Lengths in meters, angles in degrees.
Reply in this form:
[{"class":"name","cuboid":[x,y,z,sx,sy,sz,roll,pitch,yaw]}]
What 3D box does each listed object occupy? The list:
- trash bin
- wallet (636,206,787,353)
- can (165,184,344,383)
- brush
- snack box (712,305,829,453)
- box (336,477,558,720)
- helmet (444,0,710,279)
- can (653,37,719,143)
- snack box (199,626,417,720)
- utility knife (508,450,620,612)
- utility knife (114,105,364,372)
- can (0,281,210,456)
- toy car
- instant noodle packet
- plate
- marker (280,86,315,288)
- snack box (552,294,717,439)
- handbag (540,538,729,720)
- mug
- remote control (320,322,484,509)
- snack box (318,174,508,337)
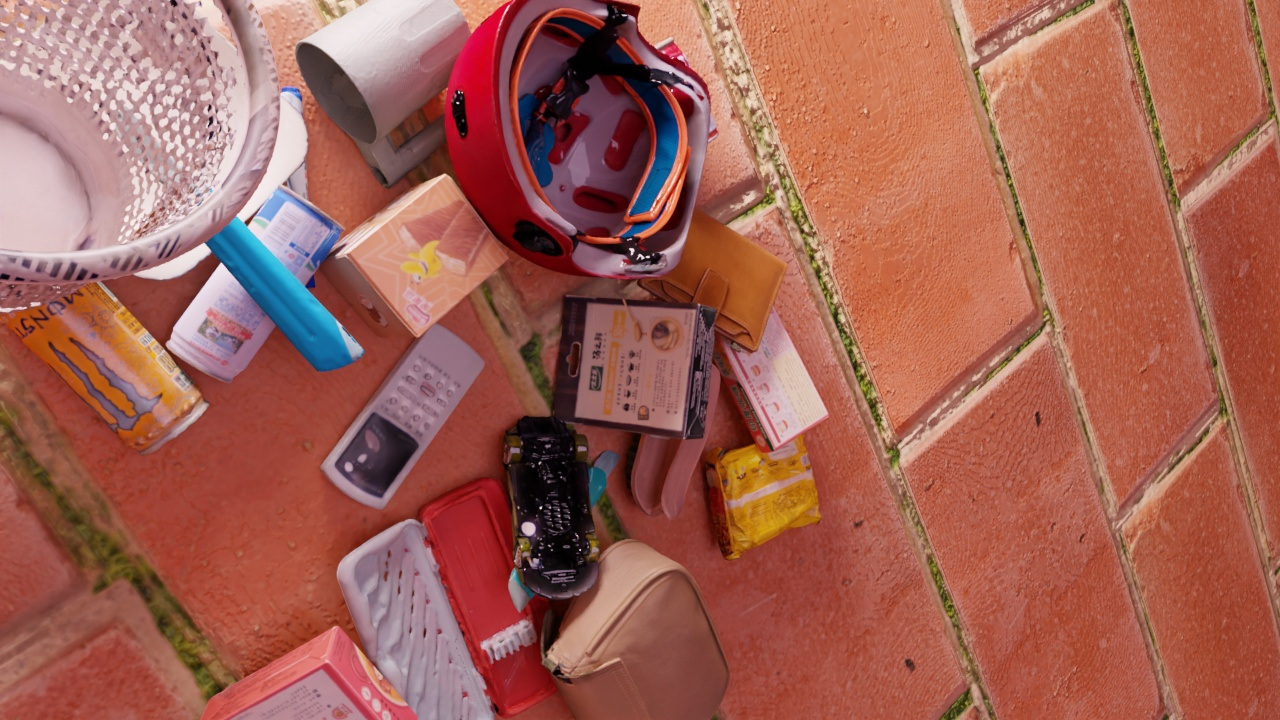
[{"class":"trash bin","cuboid":[-0.328,-0.119,0.462,0.227,0.193,0.227,16,65,-37]},{"class":"wallet","cuboid":[0.064,-0.073,0.843,0.130,0.035,0.118,29,61,-16]},{"class":"can","cuboid":[-0.266,-0.053,0.635,0.053,0.053,0.134,37,83,-28]},{"class":"brush","cuboid":[0.029,0.070,0.825,0.063,0.073,0.145,19,84,-32]},{"class":"snack box","cuboid":[0.115,0.003,0.881,0.076,0.027,0.156,-27,92,-28]},{"class":"box","cuboid":[-0.145,0.211,0.737,0.160,0.050,0.201,-28,107,-37]},{"class":"helmet","cuboid":[-0.065,-0.167,0.702,0.240,0.144,0.206,29,67,-46]},{"class":"can","cuboid":[0.021,-0.228,0.810,0.066,0.067,0.094,-37,110,-26]},{"class":"snack box","cuboid":[-0.230,0.272,0.660,0.113,0.044,0.127,-30,110,3]},{"class":"utility knife","cuboid":[-0.063,0.137,0.779,0.029,0.013,0.177,49,49,-13]},{"class":"utility knife","cuboid":[-0.260,-0.074,0.593,0.034,0.018,0.208,-35,109,8]},{"class":"can","cuboid":[-0.351,-0.009,0.591,0.058,0.058,0.146,-44,113,-23]},{"class":"toy car","cuboid":[-0.075,0.118,0.747,0.070,0.042,0.158,2,62,-21]},{"class":"instant noodle packet","cuboid":[0.123,0.125,0.903,0.128,0.044,0.111,-14,98,-33]},{"class":"plate","cuboid":[-0.329,-0.153,0.612,0.164,0.034,0.163,48,68,-25]},{"class":"marker","cuboid":[-0.252,-0.126,0.673,0.016,0.017,0.146,-5,95,-32]},{"class":"snack box","cuboid":[-0.005,0.005,0.789,0.053,0.126,0.113,9,88,-61]},{"class":"handbag","cuboid":[-0.006,0.255,0.789,0.147,0.100,0.205,-40,128,-29]},{"class":"mug","cuboid":[-0.180,-0.208,0.687,0.103,0.084,0.124,-46,141,-23]},{"class":"remote control","cuboid":[-0.184,0.043,0.720,0.058,0.021,0.149,41,70,-26]},{"class":"snack box","cuboid":[-0.170,-0.075,0.681,0.094,0.093,0.077,-46,114,-23]}]
